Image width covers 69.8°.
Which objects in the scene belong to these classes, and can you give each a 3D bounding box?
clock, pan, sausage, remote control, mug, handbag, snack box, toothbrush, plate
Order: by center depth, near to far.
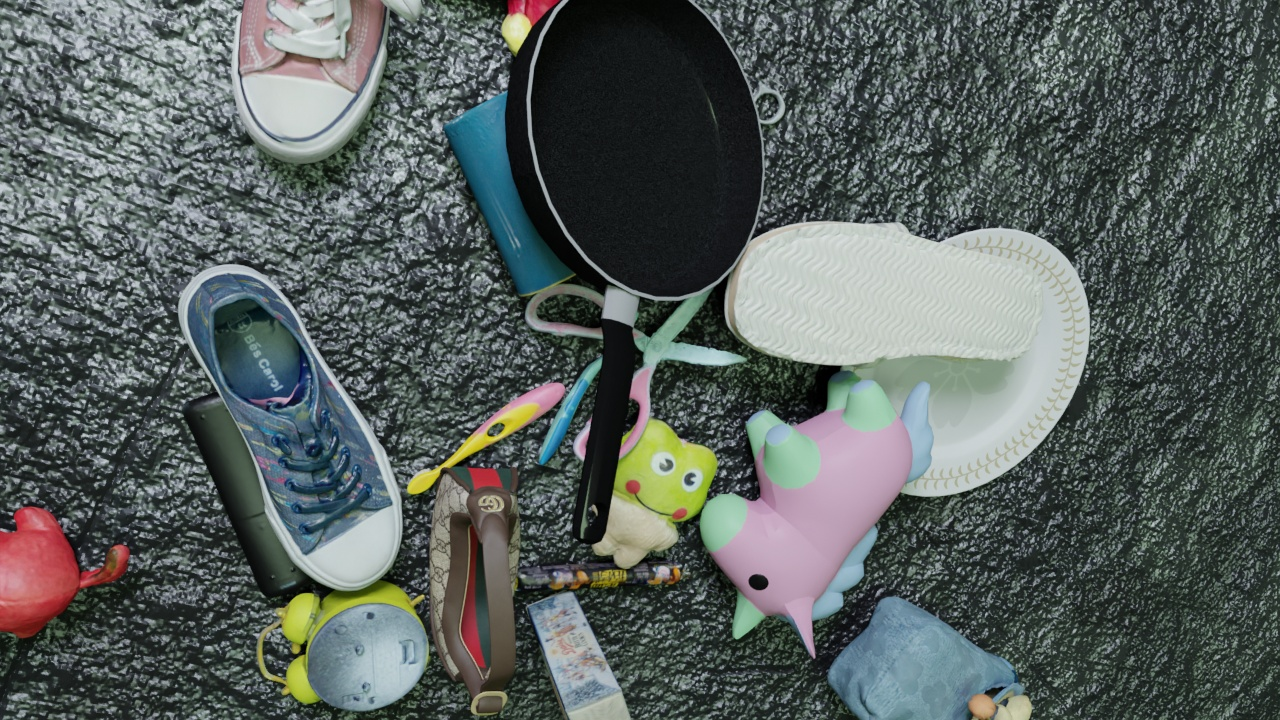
[{"bbox_3d":[-0.012,-0.066,0.577,0.204,0.044,0.355,19,76,-40],"label":"pan"},{"bbox_3d":[-0.076,-0.114,0.612,0.078,0.078,0.121,-31,106,-10],"label":"mug"},{"bbox_3d":[-0.264,0.092,0.623,0.041,0.020,0.152,-20,106,-14],"label":"remote control"},{"bbox_3d":[-0.110,0.158,0.627,0.063,0.138,0.167,2,112,-18],"label":"handbag"},{"bbox_3d":[-0.208,0.201,0.650,0.119,0.057,0.083,-4,105,-19],"label":"clock"},{"bbox_3d":[-0.113,0.056,0.671,0.135,0.016,0.021,-34,110,-11],"label":"toothbrush"},{"bbox_3d":[-0.032,0.267,0.679,0.042,0.145,0.144,-20,109,-12],"label":"snack box"},{"bbox_3d":[-0.042,0.018,0.683,0.017,0.022,0.135,33,87,-14],"label":"toothbrush"},{"bbox_3d":[-0.032,0.170,0.724,0.155,0.020,0.020,2,102,-20],"label":"sausage"},{"bbox_3d":[0.274,0.006,0.780,0.242,0.016,0.243,-6,113,-15],"label":"plate"},{"bbox_3d":[0.268,0.297,0.807,0.192,0.118,0.121,39,88,-29],"label":"handbag"}]

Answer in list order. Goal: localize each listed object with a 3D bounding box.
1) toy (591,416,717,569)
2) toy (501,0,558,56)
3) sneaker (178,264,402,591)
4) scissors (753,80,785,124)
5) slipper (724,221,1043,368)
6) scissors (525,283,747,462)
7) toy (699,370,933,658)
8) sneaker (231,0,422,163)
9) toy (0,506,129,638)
[{"bbox_3d":[0.004,0.106,0.708,0.092,0.043,0.118,31,93,-24],"label":"toy"},{"bbox_3d":[-0.069,-0.251,0.587,0.137,0.067,0.105,33,84,-31],"label":"toy"},{"bbox_3d":[-0.214,0.048,0.590,0.087,0.079,0.235,-30,109,-26],"label":"sneaker"},{"bbox_3d":[0.040,-0.173,0.669,0.141,0.014,0.175,-33,110,-12],"label":"scissors"},{"bbox_3d":[0.187,-0.046,0.693,0.272,0.054,0.114,2,105,-19],"label":"slipper"},{"bbox_3d":[-0.011,-0.012,0.672,0.168,0.014,0.170,42,82,-11],"label":"scissors"},{"bbox_3d":[0.147,0.113,0.718,0.222,0.120,0.171,-26,104,-6],"label":"toy"},{"bbox_3d":[-0.185,-0.235,0.533,0.118,0.088,0.241,7,100,-21],"label":"sneaker"},{"bbox_3d":[-0.385,0.143,0.554,0.132,0.094,0.088,0,103,-21],"label":"toy"}]
